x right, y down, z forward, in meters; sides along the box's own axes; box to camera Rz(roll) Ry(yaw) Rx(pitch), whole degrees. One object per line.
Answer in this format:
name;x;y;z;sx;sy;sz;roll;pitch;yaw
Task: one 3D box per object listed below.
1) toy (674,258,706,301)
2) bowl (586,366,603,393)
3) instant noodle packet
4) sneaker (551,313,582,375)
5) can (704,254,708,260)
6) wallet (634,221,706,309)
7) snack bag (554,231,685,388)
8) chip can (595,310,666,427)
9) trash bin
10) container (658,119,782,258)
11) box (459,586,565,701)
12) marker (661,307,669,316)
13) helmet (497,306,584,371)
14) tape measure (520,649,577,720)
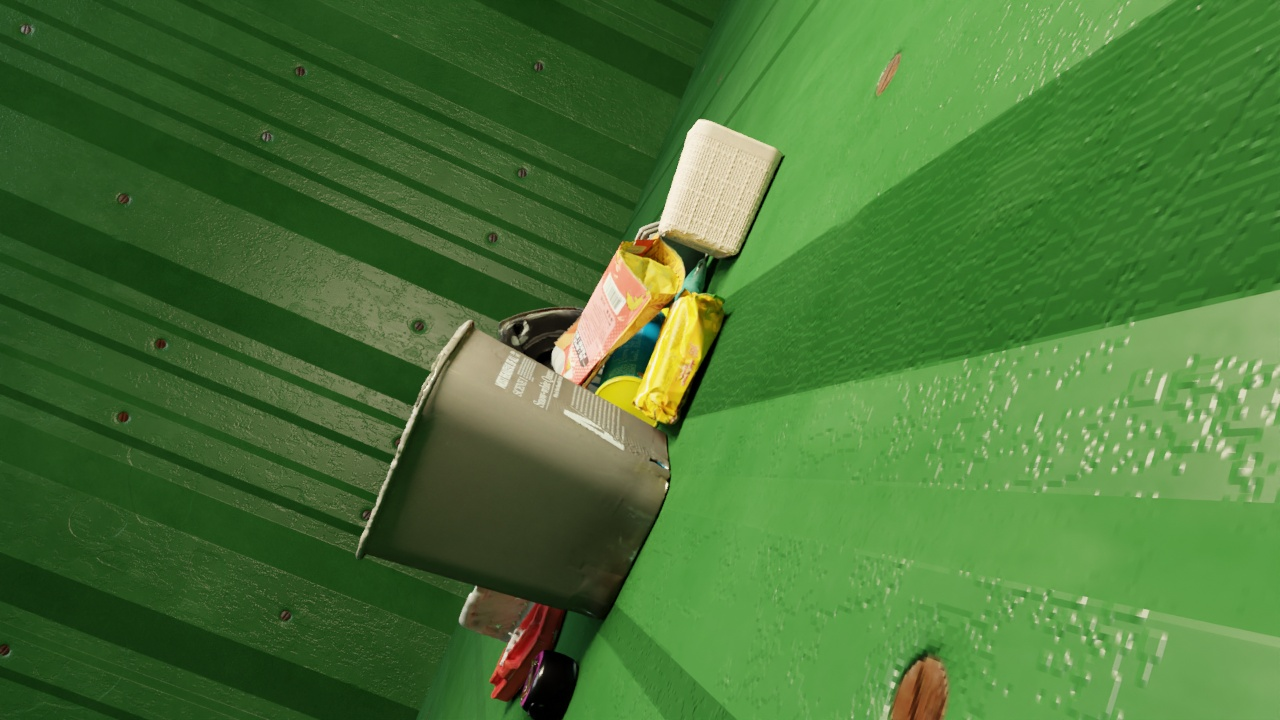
toy;0.048;-0.052;0.980;0.091;0.030;0.097;-75;5;-62
bowl;-0.040;0.052;1.109;0.116;0.066;0.116;-167;93;-86
instant noodle packet;0.035;-0.006;0.858;0.111;0.044;0.128;-159;90;-79
sneaker;-0.036;-0.037;1.237;0.243;0.089;0.090;-45;36;28
can;0.041;-0.126;1.117;0.094;0.066;0.066;125;166;-61
wallet;0.023;-0.108;1.025;0.037;0.106;0.130;57;147;29
snack bag;-0.040;-0.034;0.949;0.208;0.073;0.128;-49;25;38
chip can;-0.006;0.006;1.020;0.209;0.071;0.071;-80;15;-65
trash bin;-0.104;0.103;0.823;0.198;0.219;0.199;-88;22;-73
container;0.074;-0.167;0.922;0.090;0.090;0.111;-150;81;-83
box;-0.158;0.309;1.053;0.202;0.100;0.094;120;171;-47
marker;0.026;-0.035;1.152;0.018;0.015;0.123;123;165;-58
helmet;-0.140;0.055;1.429;0.157;0.230;0.273;52;-135;-48
tape measure;-0.082;0.283;0.800;0.057;0.039;0.057;147;146;-78
